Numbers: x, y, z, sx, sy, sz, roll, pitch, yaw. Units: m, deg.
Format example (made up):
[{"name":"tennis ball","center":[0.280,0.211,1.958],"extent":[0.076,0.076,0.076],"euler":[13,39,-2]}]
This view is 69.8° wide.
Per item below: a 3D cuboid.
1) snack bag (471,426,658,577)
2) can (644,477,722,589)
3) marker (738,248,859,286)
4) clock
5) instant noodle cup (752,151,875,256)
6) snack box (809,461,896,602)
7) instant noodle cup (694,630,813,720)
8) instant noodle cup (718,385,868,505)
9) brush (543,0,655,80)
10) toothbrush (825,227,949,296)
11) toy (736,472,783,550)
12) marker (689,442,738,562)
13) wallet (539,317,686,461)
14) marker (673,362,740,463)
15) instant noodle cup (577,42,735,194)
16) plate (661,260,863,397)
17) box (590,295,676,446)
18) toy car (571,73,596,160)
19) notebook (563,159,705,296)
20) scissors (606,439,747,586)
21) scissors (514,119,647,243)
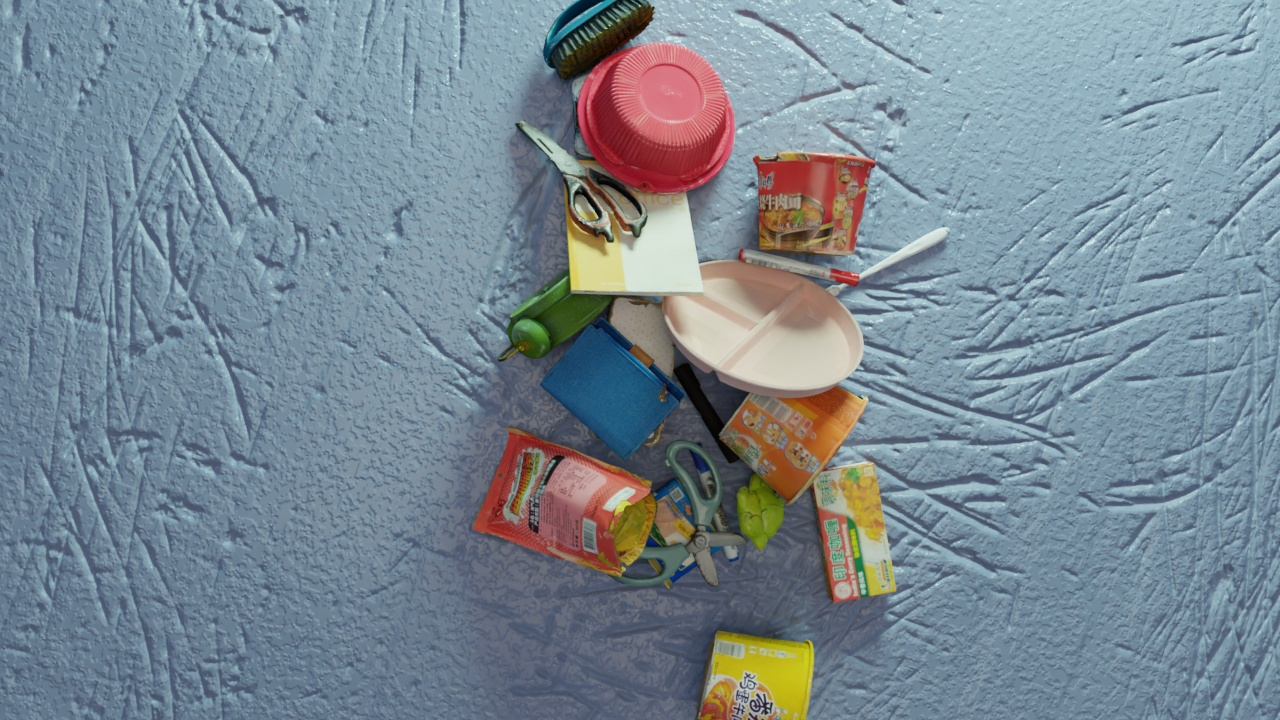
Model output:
[{"name":"snack bag","center":[-0.089,0.157,1.021],"extent":[0.208,0.073,0.128],"euler":[13,83,32]},{"name":"can","center":[0.036,0.199,1.067],"extent":[0.083,0.057,0.102],"euler":[-35,90,-6]},{"name":"marker","center":[0.188,-0.111,1.091],"extent":[0.145,0.017,0.017],"euler":[13,87,0]},{"name":"clock","center":[-0.100,-0.053,1.040],"extent":[0.161,0.116,0.056],"euler":[-39,101,-7]},{"name":"instant noodle cup","center":[0.198,-0.177,1.056],"extent":[0.138,0.138,0.108],"euler":[3,96,-3]},{"name":"snack box","center":[0.251,0.203,1.093],"extent":[0.077,0.027,0.155],"euler":[-10,89,-2]},{"name":"instant noodle cup","center":[0.125,0.372,1.033],"extent":[0.110,0.138,0.138],"euler":[13,87,5]},{"name":"instant noodle cup","center":[0.167,0.071,1.039],"extent":[0.111,0.151,0.151],"euler":[37,86,7]},{"name":"brush","center":[-0.056,-0.395,1.084],"extent":[0.144,0.055,0.073],"euler":[-36,73,-4]},{"name":"toothbrush","center":[0.297,-0.118,1.112],"extent":[0.180,0.016,0.016],"euler":[-28,92,-4]},{"name":"toy","center":[0.138,0.173,1.059],"extent":[0.031,0.100,0.096],"euler":[-21,64,29]},{"name":"marker","center":[0.088,0.169,1.090],"extent":[0.017,0.017,0.146],"euler":[-19,89,-4]},{"name":"wallet","center":[-0.030,0.030,1.017],"extent":[0.133,0.040,0.106],"euler":[42,96,0]},{"name":"marker","center":[0.081,0.062,1.092],"extent":[0.022,0.020,0.132],"euler":[-32,89,35]},{"name":"instant noodle cup","center":[0.026,-0.293,1.057],"extent":[0.193,0.066,0.193],"euler":[3,75,-12]},{"name":"plate","center":[0.134,-0.037,1.024],"extent":[0.229,0.229,0.028],"euler":[11,129,-3]},{"name":"box","center":[-0.006,0.006,1.069],"extent":[0.090,0.063,0.184],"euler":[11,85,-3]},{"name":"toy car","center":[-0.057,-0.291,1.091],"extent":[0.049,0.031,0.105],"euler":[-3,87,-5]},{"name":"notebook","center":[-0.012,-0.153,1.036],"extent":[0.146,0.010,0.206],"euler":[1,53,-9]},{"name":"scissors","center":[0.028,0.179,1.031],"extent":[0.170,0.019,0.174],"euler":[-12,88,-8]},{"name":"scissors","center":[-0.085,-0.208,1.048],"extent":[0.209,0.015,0.181],"euler":[16,53,3]}]
